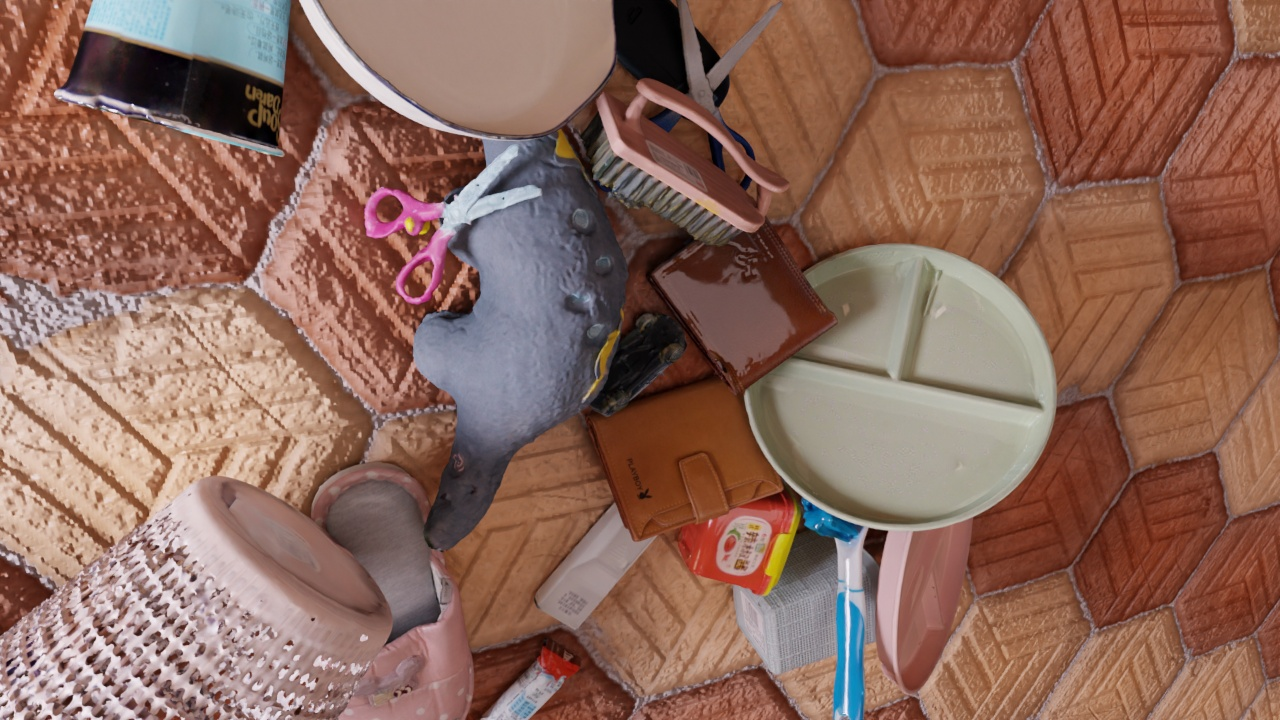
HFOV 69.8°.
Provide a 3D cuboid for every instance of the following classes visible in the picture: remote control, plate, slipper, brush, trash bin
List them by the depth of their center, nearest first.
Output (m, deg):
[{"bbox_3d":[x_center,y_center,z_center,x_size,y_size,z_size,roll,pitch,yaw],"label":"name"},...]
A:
[{"bbox_3d":[-0.101,-0.217,0.502,0.204,0.046,0.204,7,79,-41],"label":"plate"},{"bbox_3d":[-0.267,0.186,0.550,0.192,0.227,0.227,-49,123,-7],"label":"trash bin"},{"bbox_3d":[0.034,-0.127,0.610,0.145,0.063,0.073,24,124,-35],"label":"brush"},{"bbox_3d":[0.012,-0.212,0.615,0.136,0.024,0.053,35,96,-32],"label":"remote control"},{"bbox_3d":[-0.184,0.204,0.685,0.114,0.054,0.275,-11,113,-20],"label":"slipper"},{"bbox_3d":[0.196,0.018,0.708,0.230,0.230,0.027,-42,159,-3],"label":"plate"},{"bbox_3d":[0.167,0.147,0.749,0.109,0.061,0.314,33,62,-49],"label":"brush"},{"bbox_3d":[-0.030,0.164,0.758,0.125,0.024,0.049,-49,122,2],"label":"remote control"},{"bbox_3d":[0.261,0.187,0.839,0.228,0.028,0.230,-21,116,-53],"label":"plate"}]

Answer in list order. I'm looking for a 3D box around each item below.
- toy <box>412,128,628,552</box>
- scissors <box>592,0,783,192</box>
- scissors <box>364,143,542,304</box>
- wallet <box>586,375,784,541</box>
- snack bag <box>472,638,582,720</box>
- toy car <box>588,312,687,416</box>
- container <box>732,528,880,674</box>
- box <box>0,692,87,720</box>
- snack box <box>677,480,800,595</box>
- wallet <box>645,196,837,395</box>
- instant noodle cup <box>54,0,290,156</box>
[{"bbox_3d":[-0.080,-0.035,0.610,0.138,0.091,0.357,7,104,-8],"label":"toy"},{"bbox_3d":[0.039,-0.171,0.631,0.176,0.012,0.162,-39,134,11],"label":"scissors"},{"bbox_3d":[-0.113,-0.080,0.563,0.017,0.138,0.093,-18,99,-63],"label":"scissors"},{"bbox_3d":[0.035,0.074,0.715,0.131,0.031,0.107,-15,74,-18],"label":"wallet"},{"bbox_3d":[-0.098,0.284,0.776,0.048,0.026,0.104,42,91,-26],"label":"snack bag"},{"bbox_3d":[-0.004,0.004,0.692,0.090,0.043,0.034,-43,149,0],"label":"toy car"},{"bbox_3d":[0.148,0.215,0.826,0.111,0.090,0.090,-17,117,-14],"label":"container"},{"bbox_3d":[-0.415,0.250,0.570,0.168,0.091,0.076,46,66,-32],"label":"box"},{"bbox_3d":[0.079,0.140,0.770,0.080,0.082,0.091,12,105,-15],"label":"snack box"},{"bbox_3d":[0.078,-0.048,0.694,0.101,0.032,0.124,-38,103,-6],"label":"wallet"},{"bbox_3d":[-0.230,-0.179,0.478,0.111,0.111,0.120,11,97,-28],"label":"instant noodle cup"}]
